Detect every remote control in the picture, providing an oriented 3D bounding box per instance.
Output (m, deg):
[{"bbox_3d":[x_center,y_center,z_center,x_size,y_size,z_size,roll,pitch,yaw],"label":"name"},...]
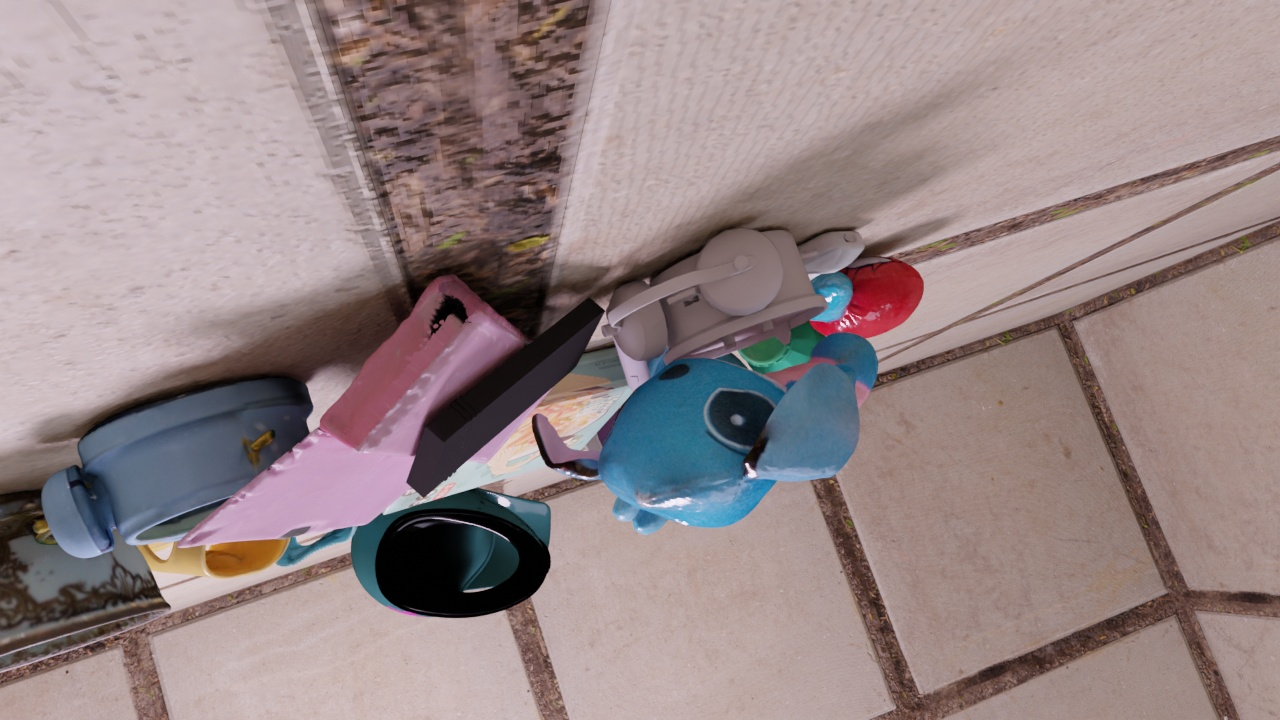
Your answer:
[{"bbox_3d":[0.095,-0.055,0.650,0.134,0.022,0.050,-26,169,41],"label":"remote control"},{"bbox_3d":[-0.070,0.017,0.490,0.133,0.013,0.058,-43,169,-43],"label":"remote control"}]

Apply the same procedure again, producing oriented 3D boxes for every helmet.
[{"bbox_3d":[-0.242,0.246,1.220,0.274,0.176,0.200,8,-179,-17],"label":"helmet"}]

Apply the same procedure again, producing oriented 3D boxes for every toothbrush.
[{"bbox_3d":[-0.004,0.004,0.670,0.018,0.019,0.188,-21,158,-3],"label":"toothbrush"}]

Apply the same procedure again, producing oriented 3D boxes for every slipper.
[{"bbox_3d":[-0.332,0.137,0.752,0.264,0.078,0.099,-23,169,25],"label":"slipper"},{"bbox_3d":[-0.355,0.178,1.010,0.116,0.069,0.276,-21,172,-12],"label":"slipper"}]

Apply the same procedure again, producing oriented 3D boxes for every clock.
[{"bbox_3d":[-0.247,0.060,0.496,0.162,0.060,0.118,-23,172,9],"label":"clock"},{"bbox_3d":[0.046,-0.033,0.551,0.120,0.061,0.158,-25,171,35],"label":"clock"}]

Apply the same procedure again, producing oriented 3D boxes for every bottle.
[{"bbox_3d":[0.129,-0.014,0.843,0.068,0.068,0.209,-21,172,15],"label":"bottle"}]

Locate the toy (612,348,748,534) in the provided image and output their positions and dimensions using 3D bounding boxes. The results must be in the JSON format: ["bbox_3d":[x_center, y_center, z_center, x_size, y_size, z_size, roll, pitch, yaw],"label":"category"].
[{"bbox_3d":[0.032,0.068,0.826,0.180,0.115,0.183,-54,134,-6],"label":"toy"}]

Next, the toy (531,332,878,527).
[{"bbox_3d":[0.047,0.040,0.568,0.225,0.099,0.190,-12,-174,40],"label":"toy"}]

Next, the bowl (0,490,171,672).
[{"bbox_3d":[-0.380,0.134,0.552,0.160,0.094,0.160,-19,172,-3],"label":"bowl"}]

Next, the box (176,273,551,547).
[{"bbox_3d":[-0.126,0.045,0.513,0.179,0.040,0.232,-45,172,-1],"label":"box"}]

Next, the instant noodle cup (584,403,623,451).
[{"bbox_3d":[0.021,0.063,1.002,0.122,0.121,0.136,-34,157,26],"label":"instant noodle cup"}]

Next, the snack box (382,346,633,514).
[{"bbox_3d":[-0.110,0.054,0.746,0.193,0.044,0.142,-14,156,-38],"label":"snack box"}]

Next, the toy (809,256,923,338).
[{"bbox_3d":[0.161,-0.051,0.730,0.132,0.062,0.092,4,154,-25],"label":"toy"}]
